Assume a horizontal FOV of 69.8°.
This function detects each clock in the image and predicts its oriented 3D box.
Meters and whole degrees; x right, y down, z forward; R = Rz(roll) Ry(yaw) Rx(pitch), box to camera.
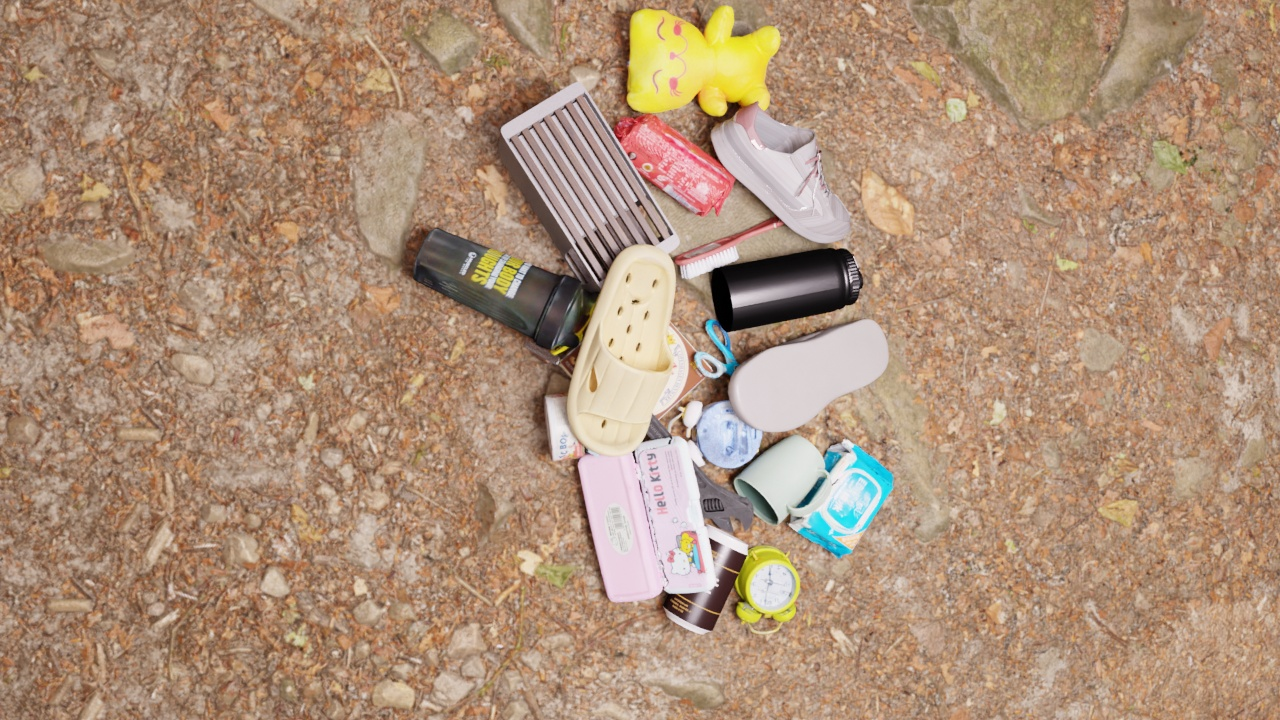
[{"bbox_3d":[0.097,0.096,1.211,0.125,0.052,0.089,-1,91,-11],"label":"clock"},{"bbox_3d":[0.169,0.307,1.225,0.083,0.057,0.119,2,97,-11],"label":"clock"}]

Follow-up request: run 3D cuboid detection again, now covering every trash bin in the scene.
[{"bbox_3d":[-0.068,-0.205,1.143,0.114,0.114,0.229,-34,96,-9],"label":"trash bin"}]

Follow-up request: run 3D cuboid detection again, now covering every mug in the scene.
[{"bbox_3d":[0.197,0.159,1.203,0.104,0.111,0.084,-40,130,-18],"label":"mug"}]

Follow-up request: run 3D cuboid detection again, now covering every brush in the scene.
[{"bbox_3d":[-0.119,-0.005,1.122,0.045,0.143,0.008,28,84,-1],"label":"brush"},{"bbox_3d":[0.126,-0.152,1.223,0.172,0.041,0.030,-24,112,-12],"label":"brush"}]

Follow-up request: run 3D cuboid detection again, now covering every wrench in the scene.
[{"bbox_3d":[0.055,0.129,1.182,0.073,0.018,0.273,-29,113,31],"label":"wrench"}]

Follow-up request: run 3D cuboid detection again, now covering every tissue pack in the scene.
[{"bbox_3d":[0.272,0.185,1.239,0.093,0.062,0.144,34,84,-9],"label":"tissue pack"}]

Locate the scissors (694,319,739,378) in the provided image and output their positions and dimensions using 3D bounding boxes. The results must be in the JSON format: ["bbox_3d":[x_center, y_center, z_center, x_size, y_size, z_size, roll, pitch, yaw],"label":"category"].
[{"bbox_3d":[0.123,0.001,1.221,0.140,0.013,0.117,26,49,-31],"label":"scissors"}]

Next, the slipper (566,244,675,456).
[{"bbox_3d":[-0.014,-0.006,1.076,0.111,0.079,0.261,10,99,-20],"label":"slipper"}]

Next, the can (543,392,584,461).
[{"bbox_3d":[-0.096,0.083,1.157,0.043,0.086,0.086,-6,92,-9],"label":"can"}]

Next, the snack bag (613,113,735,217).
[{"bbox_3d":[0.043,-0.254,1.181,0.176,0.082,0.082,34,84,-10],"label":"snack bag"}]

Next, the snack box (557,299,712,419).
[{"bbox_3d":[-0.007,0.007,1.195,0.147,0.041,0.143,-42,97,-7],"label":"snack box"}]

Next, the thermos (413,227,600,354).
[{"bbox_3d":[-0.166,-0.086,1.134,0.221,0.098,0.098,23,86,-2],"label":"thermos"}]

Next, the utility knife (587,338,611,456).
[{"bbox_3d":[-0.054,0.042,1.159,0.030,0.017,0.159,4,93,1],"label":"utility knife"}]

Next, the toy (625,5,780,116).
[{"bbox_3d":[0.078,-0.387,1.185,0.193,0.087,0.134,0,108,-7],"label":"toy"}]

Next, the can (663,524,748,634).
[{"bbox_3d":[0.086,0.286,1.201,0.072,0.072,0.128,27,86,-10],"label":"can"}]

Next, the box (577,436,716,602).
[{"bbox_3d":[0.008,0.204,1.167,0.153,0.037,0.201,-12,92,22],"label":"box"}]

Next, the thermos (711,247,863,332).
[{"bbox_3d":[0.201,-0.097,1.210,0.198,0.086,0.086,-11,93,-10],"label":"thermos"}]

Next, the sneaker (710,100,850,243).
[{"bbox_3d":[0.204,-0.245,1.182,0.236,0.090,0.099,34,47,-21],"label":"sneaker"}]

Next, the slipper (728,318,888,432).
[{"bbox_3d":[0.214,0.015,1.228,0.265,0.081,0.113,-24,103,-27],"label":"slipper"}]
